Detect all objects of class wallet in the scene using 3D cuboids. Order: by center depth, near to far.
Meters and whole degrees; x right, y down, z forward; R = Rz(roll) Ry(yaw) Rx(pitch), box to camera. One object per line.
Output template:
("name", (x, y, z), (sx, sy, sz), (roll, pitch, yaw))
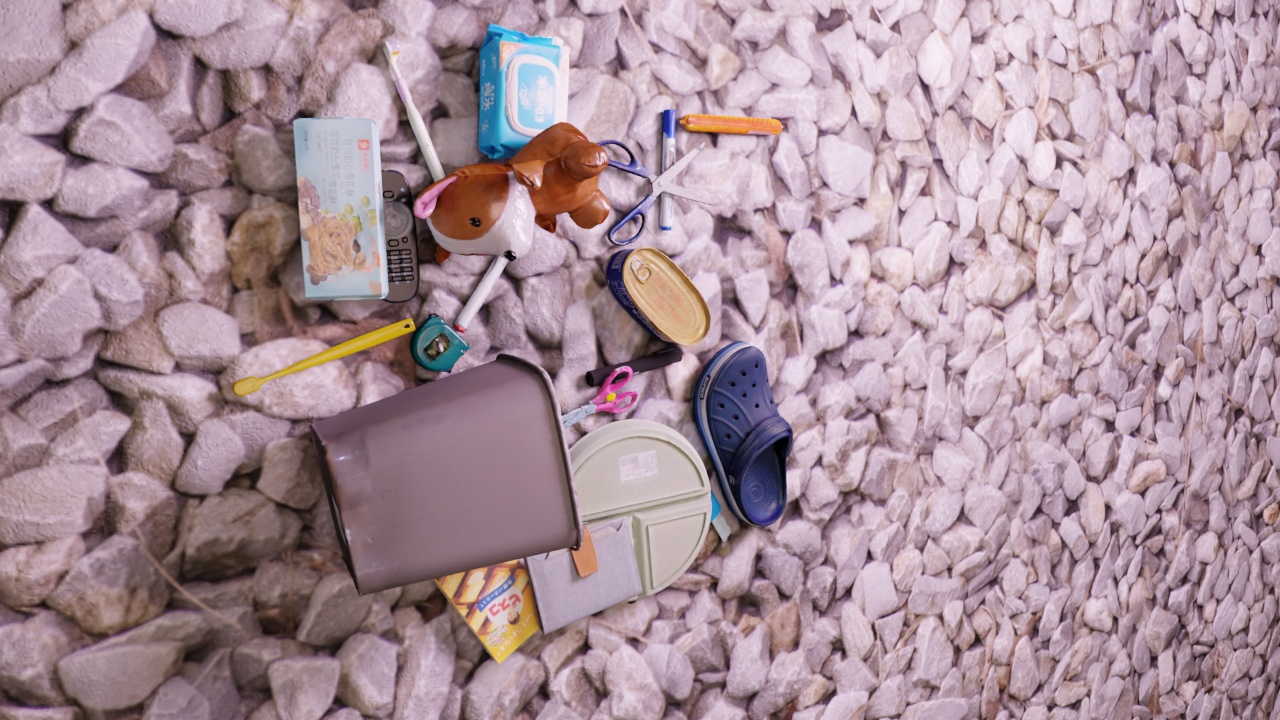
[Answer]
("wallet", (-0.064, 0.245, 1.058), (0.129, 0.037, 0.106), (-16, 103, -25))

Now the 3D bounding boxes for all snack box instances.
("snack box", (-0.292, -0.147, 0.899), (0.074, 0.051, 0.175), (-3, 97, -8))
("snack box", (-0.168, 0.262, 1.040), (0.086, 0.034, 0.140), (-39, 115, -22))

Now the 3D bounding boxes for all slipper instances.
("slipper", (0.143, 0.104, 1.180), (0.104, 0.095, 0.253), (-22, 109, -31))

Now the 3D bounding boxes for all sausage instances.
("sausage", (0.117, -0.299, 1.164), (0.164, 0.021, 0.021), (-5, 97, -31))

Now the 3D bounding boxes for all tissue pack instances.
("tissue pack", (-0.126, -0.285, 0.993), (0.089, 0.063, 0.140), (0, 95, -31))

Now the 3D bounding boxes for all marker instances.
("marker", (-0.164, -0.095, 1.016), (0.017, 0.017, 0.145), (36, 76, -29))
("marker", (-0.007, 0.007, 1.120), (0.131, 0.020, 0.022), (-16, 96, -30))
("marker", (0.034, -0.232, 1.123), (0.016, 0.017, 0.146), (-1, 95, -31))

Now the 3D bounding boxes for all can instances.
("can", (0.022, -0.077, 1.112), (0.148, 0.049, 0.074), (44, 72, -27))

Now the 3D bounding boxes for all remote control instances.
("remote control", (-0.258, -0.128, 0.950), (0.053, 0.024, 0.136), (-7, 98, -24))

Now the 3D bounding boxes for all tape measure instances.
("tape measure", (-0.218, -0.015, 0.986), (0.058, 0.025, 0.054), (46, 71, -26))

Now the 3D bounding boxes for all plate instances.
("plate", (-0.010, 0.186, 1.113), (0.229, 0.027, 0.230), (-4, 98, -26))

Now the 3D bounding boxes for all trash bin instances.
("trash bin", (-0.198, 0.117, 0.922), (0.219, 0.199, 0.199), (-16, 103, -23))

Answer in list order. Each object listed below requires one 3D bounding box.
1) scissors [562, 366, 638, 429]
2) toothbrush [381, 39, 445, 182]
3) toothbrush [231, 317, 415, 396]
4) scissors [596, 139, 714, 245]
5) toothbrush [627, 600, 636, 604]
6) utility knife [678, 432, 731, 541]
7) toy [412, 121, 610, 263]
("scissors", (-0.058, 0.064, 1.095), (0.137, 0.017, 0.077), (-37, 138, -12))
("toothbrush", (-0.228, -0.239, 0.962), (0.020, 0.029, 0.189), (-14, 108, 13))
("toothbrush", (-0.319, -0.005, 0.932), (0.189, 0.017, 0.016), (-25, 106, -29))
("scissors", (0.011, -0.211, 1.100), (0.162, 0.012, 0.175), (39, 82, -20))
("toothbrush", (-0.034, 0.217, 1.129), (0.017, 0.012, 0.186), (-19, 105, -22))
("utility knife", (0.073, 0.165, 1.185), (0.034, 0.018, 0.185), (-34, 113, -8))
("toy", (-0.129, -0.160, 0.944), (0.199, 0.140, 0.130), (-17, 62, -9))
